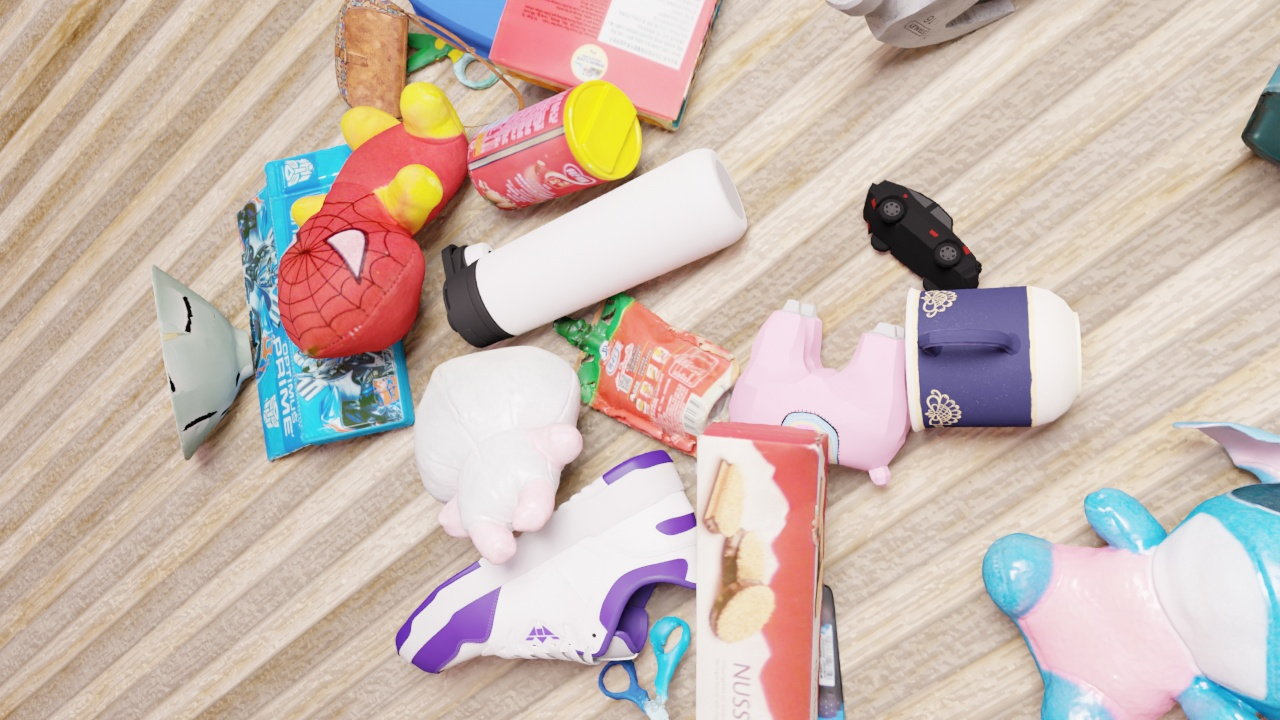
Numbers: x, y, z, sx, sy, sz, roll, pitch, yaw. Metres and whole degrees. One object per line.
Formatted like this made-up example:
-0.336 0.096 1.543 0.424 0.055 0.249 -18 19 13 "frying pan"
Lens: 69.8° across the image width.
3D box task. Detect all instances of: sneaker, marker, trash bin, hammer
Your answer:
-0.054 0.170 0.639 0.244 0.091 0.111 -36 78 15 "sneaker"
0.121 0.207 0.592 0.018 0.015 0.123 -6 81 19 "marker"
0.414 -0.170 0.402 0.199 0.196 0.219 38 107 23 "trash bin"
0.255 -0.265 0.471 0.313 0.139 0.035 -27 74 39 "hammer"

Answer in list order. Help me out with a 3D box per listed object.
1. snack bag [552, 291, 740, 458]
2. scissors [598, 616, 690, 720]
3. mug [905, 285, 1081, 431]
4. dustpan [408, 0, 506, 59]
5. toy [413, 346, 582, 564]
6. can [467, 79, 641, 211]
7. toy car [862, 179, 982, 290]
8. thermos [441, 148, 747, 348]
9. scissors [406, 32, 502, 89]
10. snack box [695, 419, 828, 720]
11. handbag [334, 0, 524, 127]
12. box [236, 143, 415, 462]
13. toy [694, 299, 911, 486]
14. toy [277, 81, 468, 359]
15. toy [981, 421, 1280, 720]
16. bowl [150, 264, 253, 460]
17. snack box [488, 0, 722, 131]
-0.004 0.004 0.655 0.155 0.044 0.087 28 100 28 "snack bag"
0.003 0.234 0.602 0.083 0.016 0.134 -33 32 19 "scissors"
0.200 -0.004 0.521 0.089 0.111 0.085 -2 79 22 "mug"
-0.165 -0.366 0.727 0.258 0.059 0.245 14 90 7 "dustpan"
-0.096 0.061 0.628 0.139 0.101 0.179 -39 37 10 "toy"
-0.064 -0.151 0.655 0.125 0.066 0.066 -6 83 44 "can"
0.179 -0.077 0.575 0.036 0.042 0.091 -41 69 -11 "toy car"
-0.042 -0.086 0.664 0.230 0.068 0.101 -22 51 19 "thermos"
-0.162 -0.252 0.760 0.132 0.012 0.108 -24 76 20 "scissors"
0.073 0.175 0.563 0.077 0.044 0.273 5 102 21 "snack box"
-0.172 -0.222 0.724 0.196 0.043 0.094 27 122 26 "handbag"
-0.287 -0.047 0.774 0.176 0.060 0.243 -16 79 23 "box"
0.104 0.043 0.586 0.123 0.067 0.157 18 98 23 "toy"
-0.200 -0.097 0.689 0.148 0.098 0.216 -6 63 48 "toy"
0.293 0.145 0.472 0.192 0.099 0.223 -24 62 26 "toy"
-0.377 -0.004 0.802 0.174 0.067 0.174 171 90 -67 "bowl"
-0.018 -0.256 0.655 0.142 0.040 0.145 19 94 4 "snack box"
